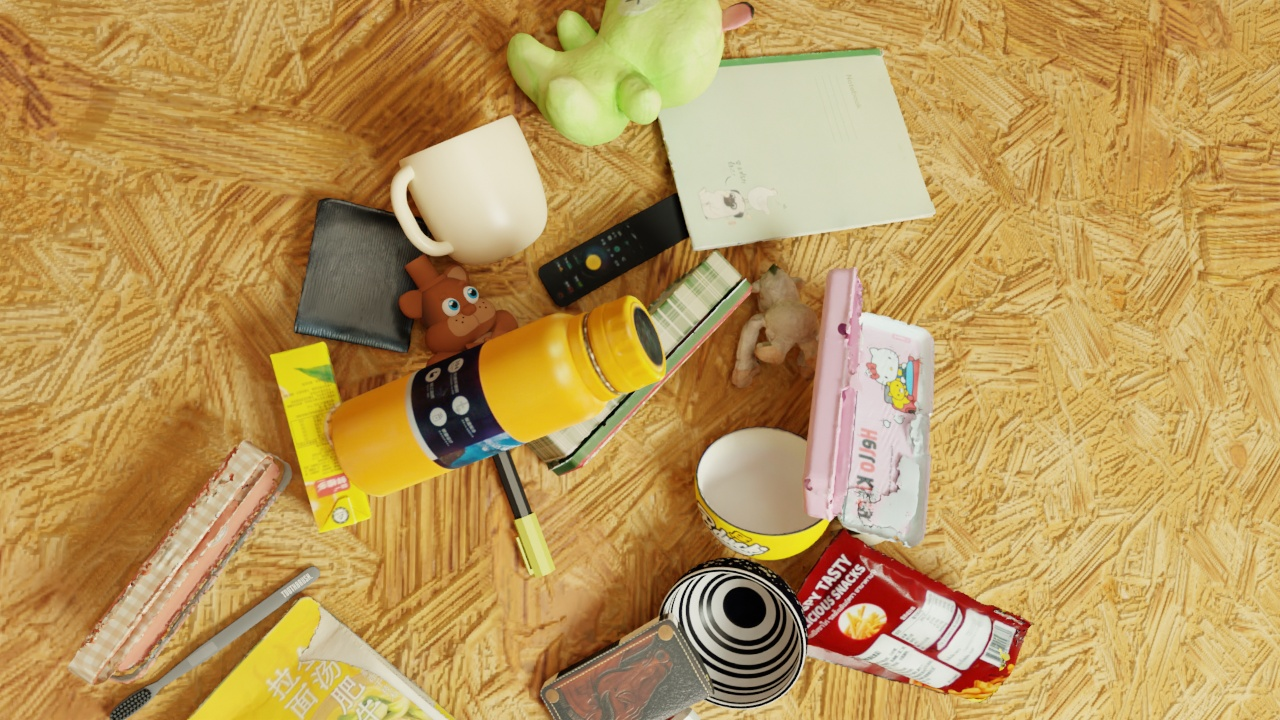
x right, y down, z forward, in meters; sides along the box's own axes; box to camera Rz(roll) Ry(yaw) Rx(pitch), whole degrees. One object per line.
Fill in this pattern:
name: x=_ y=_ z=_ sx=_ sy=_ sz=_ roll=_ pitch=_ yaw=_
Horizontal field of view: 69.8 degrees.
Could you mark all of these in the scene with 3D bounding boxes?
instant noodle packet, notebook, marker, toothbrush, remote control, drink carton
instant noodle packet: x=-0.217 y=0.302 z=0.658 sx=0.221 sy=0.084 sz=0.162 roll=42 pitch=71 yaw=-2
notebook: x=0.140 y=-0.201 z=0.848 sx=0.252 sy=0.010 sz=0.181 roll=-10 pitch=78 yaw=-19
marker: x=-0.100 y=0.115 z=0.742 sx=0.021 sy=0.017 sz=0.124 roll=-20 pitch=89 yaw=-19
toothbrush: x=-0.308 y=0.205 z=0.669 sx=0.167 sy=0.013 sz=0.013 roll=-37 pitch=95 yaw=-21
remote control: x=-0.017 y=-0.096 z=0.793 sx=0.151 sy=0.020 sz=0.041 roll=-31 pitch=87 yaw=-17
remote control: x=-0.015 y=0.322 z=0.728 sx=0.143 sy=0.050 sz=0.024 roll=-34 pitch=95 yaw=-18
drink carton: x=-0.237 y=0.058 z=0.683 sx=0.043 sy=0.059 sz=0.134 roll=-15 pitch=89 yaw=-17

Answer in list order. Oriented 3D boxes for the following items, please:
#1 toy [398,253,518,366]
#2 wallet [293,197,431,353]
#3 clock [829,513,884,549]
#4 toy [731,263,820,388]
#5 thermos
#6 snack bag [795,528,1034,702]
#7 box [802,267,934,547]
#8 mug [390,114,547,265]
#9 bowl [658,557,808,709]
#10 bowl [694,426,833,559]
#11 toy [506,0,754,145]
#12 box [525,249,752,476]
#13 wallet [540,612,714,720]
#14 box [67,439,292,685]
toy: x=-0.136 y=-0.027 z=0.718 sx=0.094 sy=0.065 sz=0.128 roll=-42 pitch=105 yaw=-41
wallet: x=-0.217 y=-0.068 z=0.722 sx=0.089 sy=0.026 sz=0.115 roll=10 pitch=81 yaw=-18
clock: x=0.185 y=0.117 z=0.796 sx=0.054 sy=0.093 sz=0.141 roll=-12 pitch=86 yaw=-12
toy: x=0.119 y=-0.033 z=0.811 sx=0.085 sy=0.074 sz=0.106 roll=-6 pitch=81 yaw=-6
thermos: x=-0.098 y=0.019 z=0.640 sx=0.233 sy=0.091 sz=0.076 roll=-22 pitch=123 yaw=18
snack bag: x=0.222 y=0.232 z=0.789 sx=0.207 sy=0.066 sz=0.139 roll=21 pitch=120 yaw=-18
box: x=0.174 y=0.037 z=0.742 sx=0.146 sy=0.077 sz=0.201 roll=35 pitch=56 yaw=-37
mug: x=-0.133 y=-0.122 z=0.714 sx=0.120 sy=0.096 sz=0.100 roll=-33 pitch=109 yaw=-33
bowl: x=0.080 y=0.215 z=0.754 sx=0.120 sy=0.066 sz=0.120 roll=4 pitch=101 yaw=18
bowl: x=0.103 y=0.119 z=0.771 sx=0.117 sy=0.068 sz=0.117 roll=0 pitch=43 yaw=0
toy: x=-0.007 y=-0.253 z=0.771 sx=0.196 sy=0.107 sz=0.150 roll=-26 pitch=49 yaw=-17
box: x=-0.004 y=0.004 z=0.735 sx=0.051 sy=0.118 sz=0.205 roll=45 pitch=71 yaw=-6
wallet: x=-0.011 y=0.259 z=0.728 sx=0.123 sy=0.019 sz=0.072 roll=-30 pitch=89 yaw=5
box: x=-0.318 y=0.141 z=0.643 sx=0.041 sy=0.083 sz=0.186 roll=34 pitch=76 yaw=0
